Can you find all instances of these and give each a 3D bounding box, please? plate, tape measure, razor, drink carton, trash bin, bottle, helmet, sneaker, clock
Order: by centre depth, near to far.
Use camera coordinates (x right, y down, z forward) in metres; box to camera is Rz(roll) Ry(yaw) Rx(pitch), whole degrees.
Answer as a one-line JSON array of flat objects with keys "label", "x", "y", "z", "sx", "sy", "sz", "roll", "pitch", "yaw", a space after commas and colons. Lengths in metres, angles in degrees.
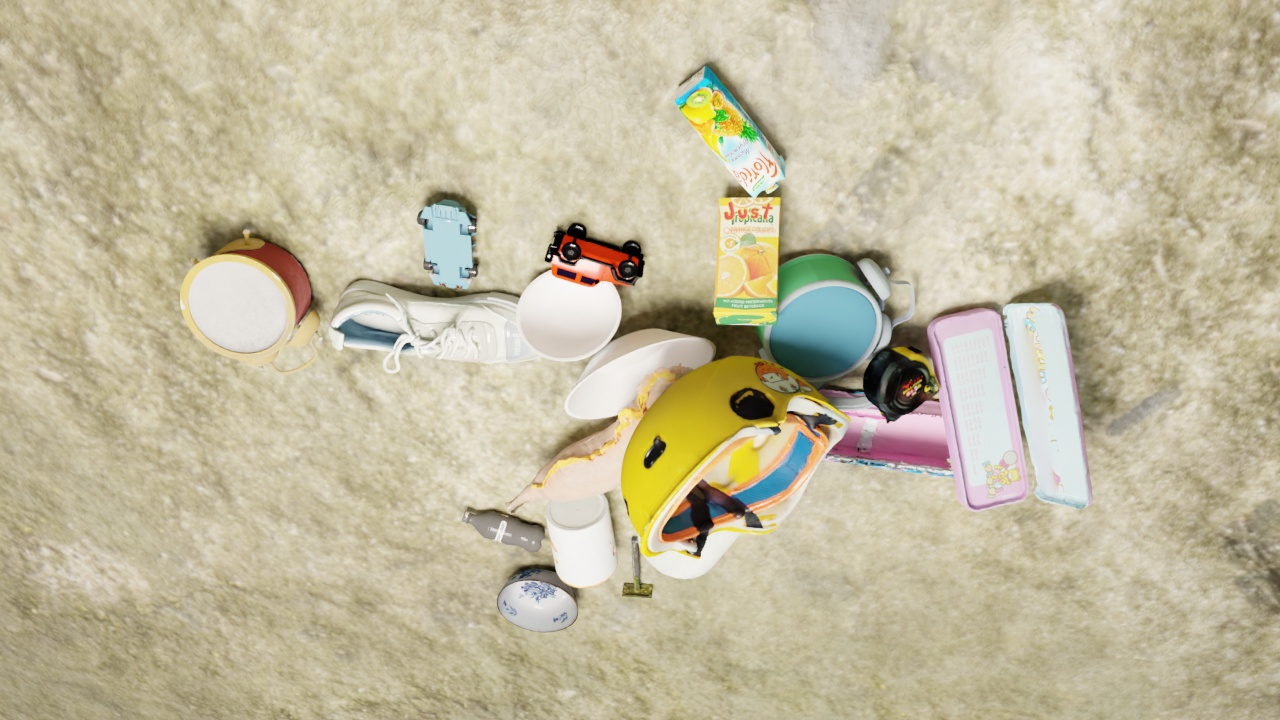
[{"label": "drink carton", "x": 0.085, "y": -0.208, "z": 0.845, "sx": 0.044, "sy": 0.038, "sz": 0.129, "roll": -32, "pitch": 117, "yaw": 27}, {"label": "drink carton", "x": 0.104, "y": -0.098, "z": 0.881, "sx": 0.058, "sy": 0.122, "sz": 0.041, "roll": 1, "pitch": 167, "yaw": 10}, {"label": "helmet", "x": 0.068, "y": 0.082, "z": 0.899, "sx": 0.239, "sy": 0.139, "sz": 0.210, "roll": -10, "pitch": 140, "yaw": -35}, {"label": "tape measure", "x": 0.264, "y": 0.022, "z": 0.937, "sx": 0.071, "sy": 0.042, "sz": 0.072, "roll": -33, "pitch": 124, "yaw": -6}, {"label": "clock", "x": 0.198, "y": -0.048, "z": 0.938, "sx": 0.161, "sy": 0.075, "sz": 0.122, "roll": -12, "pitch": 125, "yaw": 1}, {"label": "plate", "x": -0.006, "y": 0.006, "z": 0.990, "sx": 0.174, "sy": 0.036, "sz": 0.174, "roll": -20, "pitch": 159, "yaw": -8}, {"label": "sneaker", "x": -0.216, "y": -0.025, "z": 0.992, "sx": 0.242, "sy": 0.090, "sz": 0.090, "roll": 8, "pitch": 127, "yaw": 0}, {"label": "clock", "x": -0.411, "y": -0.057, "z": 0.996, "sx": 0.117, "sy": 0.081, "sz": 0.159, "roll": -24, "pitch": 112, "yaw": 11}, {"label": "trash bin", "x": 0.068, "y": 0.173, "z": 1.088, "sx": 0.133, "sy": 0.133, "sz": 0.162, "roll": 16, "pitch": 134, "yaw": -6}, {"label": "bottle", "x": -0.182, "y": 0.223, "z": 1.212, "sx": 0.110, "sy": 0.036, "sz": 0.036, "roll": 19, "pitch": 127, "yaw": -8}, {"label": "razor", "x": -0.006, "y": 0.281, "z": 1.246, "sx": 0.042, "sy": 0.026, "sz": 0.106, "roll": 3, "pitch": 124, "yaw": 8}]

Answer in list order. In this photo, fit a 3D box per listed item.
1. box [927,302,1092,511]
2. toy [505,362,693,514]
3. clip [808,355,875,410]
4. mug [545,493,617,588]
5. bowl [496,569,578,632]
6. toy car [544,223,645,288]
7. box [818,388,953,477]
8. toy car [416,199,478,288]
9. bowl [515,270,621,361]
[{"label": "box", "x": 0.381, "y": 0.049, "z": 0.941, "sx": 0.140, "sy": 0.062, "sz": 0.214, "roll": -7, "pitch": 101, "yaw": 34}, {"label": "toy", "x": -0.036, "y": 0.092, "z": 1.025, "sx": 0.195, "sy": 0.065, "sz": 0.265, "roll": -17, "pitch": 158, "yaw": -30}, {"label": "clip", "x": 0.206, "y": 0.022, "z": 0.990, "sx": 0.162, "sy": 0.090, "sz": 0.027, "roll": -30, "pitch": 163, "yaw": 1}, {"label": "mug", "x": -0.075, "y": 0.225, "z": 1.173, "sx": 0.082, "sy": 0.082, "sz": 0.105, "roll": -1, "pitch": 126, "yaw": 8}, {"label": "bowl", "x": -0.140, "y": 0.327, "z": 1.282, "sx": 0.114, "sy": 0.045, "sz": 0.114, "roll": 4, "pitch": 128, "yaw": 5}, {"label": "toy car", "x": -0.046, "y": -0.101, "z": 0.937, "sx": 0.100, "sy": 0.051, "sz": 0.049, "roll": 17, "pitch": 124, "yaw": -6}, {"label": "box", "x": 0.252, "y": 0.094, "z": 1.024, "sx": 0.230, "sy": 0.090, "sz": 0.085, "roll": 7, "pitch": 129, "yaw": 1}, {"label": "toy car", "x": -0.197, "y": -0.123, "z": 0.954, "sx": 0.060, "sy": 0.027, "sz": 0.108, "roll": 9, "pitch": 138, "yaw": 0}, {"label": "bowl", "x": -0.073, "y": -0.042, "z": 0.967, "sx": 0.110, "sy": 0.109, "sz": 0.040, "roll": 1, "pitch": 156, "yaw": 7}]
